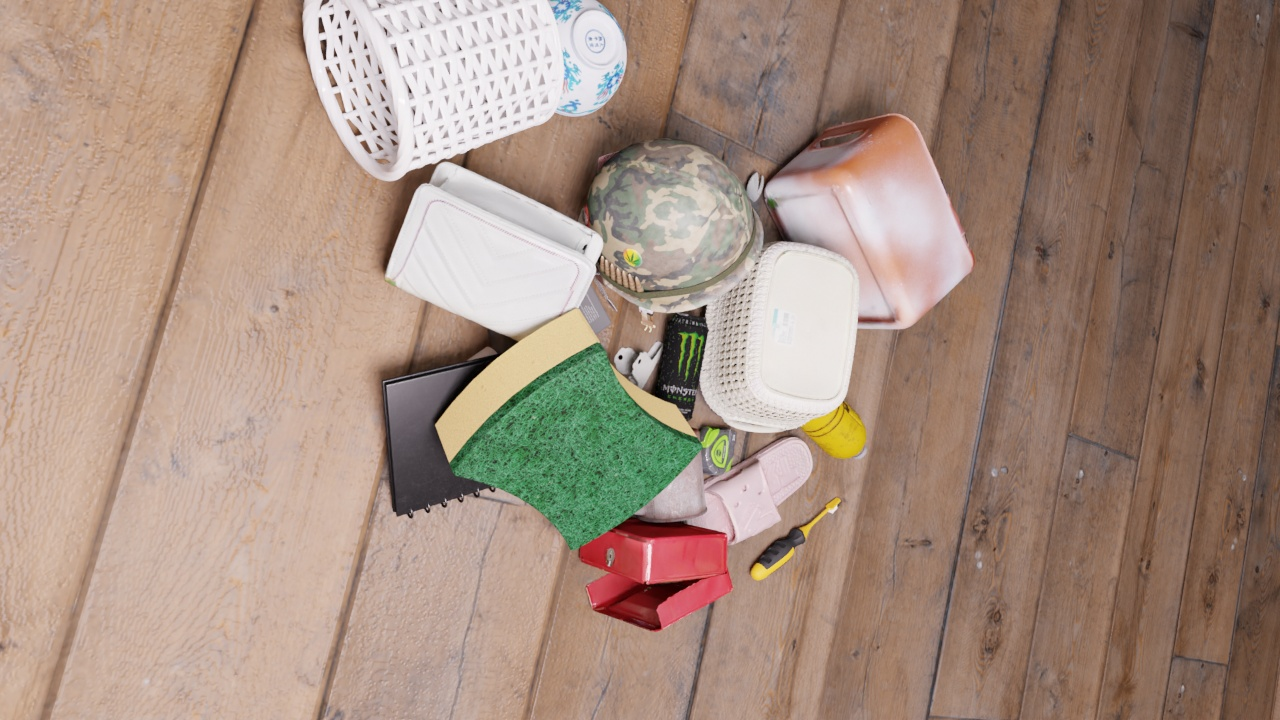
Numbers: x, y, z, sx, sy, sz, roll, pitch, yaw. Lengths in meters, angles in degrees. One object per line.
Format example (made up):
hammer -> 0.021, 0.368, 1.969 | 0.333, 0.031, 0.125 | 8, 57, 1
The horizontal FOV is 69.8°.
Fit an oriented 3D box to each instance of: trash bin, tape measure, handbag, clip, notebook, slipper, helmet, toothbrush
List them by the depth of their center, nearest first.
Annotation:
handbag -> -0.152, -0.103, 0.966 | 0.198, 0.096, 0.142 | 25, 121, -11
notebook -> -0.168, 0.074, 1.020 | 0.231, 0.019, 0.169 | -14, 121, -32
helmet -> 0.031, -0.153, 1.077 | 0.192, 0.225, 0.236 | -64, 145, -21
clip -> -0.006, 0.007, 1.159 | 0.101, 0.040, 0.054 | -61, 140, -17
tape measure -> 0.095, 0.120, 1.219 | 0.058, 0.036, 0.065 | 17, 79, -42
slipper -> 0.159, 0.181, 1.244 | 0.238, 0.064, 0.094 | -28, 106, -31
trash bin -> 0.308, -0.182, 1.262 | 0.157, 0.182, 0.260 | -40, 113, -24
toothbrush -> 0.225, 0.252, 1.312 | 0.196, 0.031, 0.031 | -33, 123, -32

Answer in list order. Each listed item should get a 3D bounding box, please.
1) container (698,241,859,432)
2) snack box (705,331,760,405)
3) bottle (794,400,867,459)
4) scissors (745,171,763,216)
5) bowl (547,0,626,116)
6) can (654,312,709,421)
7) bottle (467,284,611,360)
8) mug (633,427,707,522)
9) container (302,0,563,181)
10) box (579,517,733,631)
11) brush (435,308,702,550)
container -> 0.181, -0.036, 1.173 | 0.184, 0.143, 0.251 | 11, 82, -15
snack box -> 0.160, 0.003, 1.262 | 0.147, 0.025, 0.080 | -42, 113, -25
bottle -> 0.268, 0.086, 1.308 | 0.164, 0.071, 0.071 | 42, 70, -27
scissors -> 0.131, -0.184, 1.241 | 0.150, 0.019, 0.130 | -23, 104, -30
bowl -> -0.068, -0.365, 1.071 | 0.143, 0.074, 0.144 | -1, 92, -33
can -> 0.051, 0.010, 1.165 | 0.054, 0.054, 0.137 | 9, 94, -33
bottle -> -0.124, -0.032, 1.062 | 0.173, 0.046, 0.084 | -38, 111, -26
mug -> 0.022, 0.142, 1.136 | 0.122, 0.096, 0.110 | -8, 90, -42
container -> -0.205, -0.299, 0.917 | 0.186, 0.190, 0.189 | -29, 107, -30
box -> 0.016, 0.237, 1.100 | 0.135, 0.158, 0.117 | -14, 94, -34
brush -> -0.071, 0.083, 0.996 | 0.195, 0.075, 0.250 | -39, 136, 6
